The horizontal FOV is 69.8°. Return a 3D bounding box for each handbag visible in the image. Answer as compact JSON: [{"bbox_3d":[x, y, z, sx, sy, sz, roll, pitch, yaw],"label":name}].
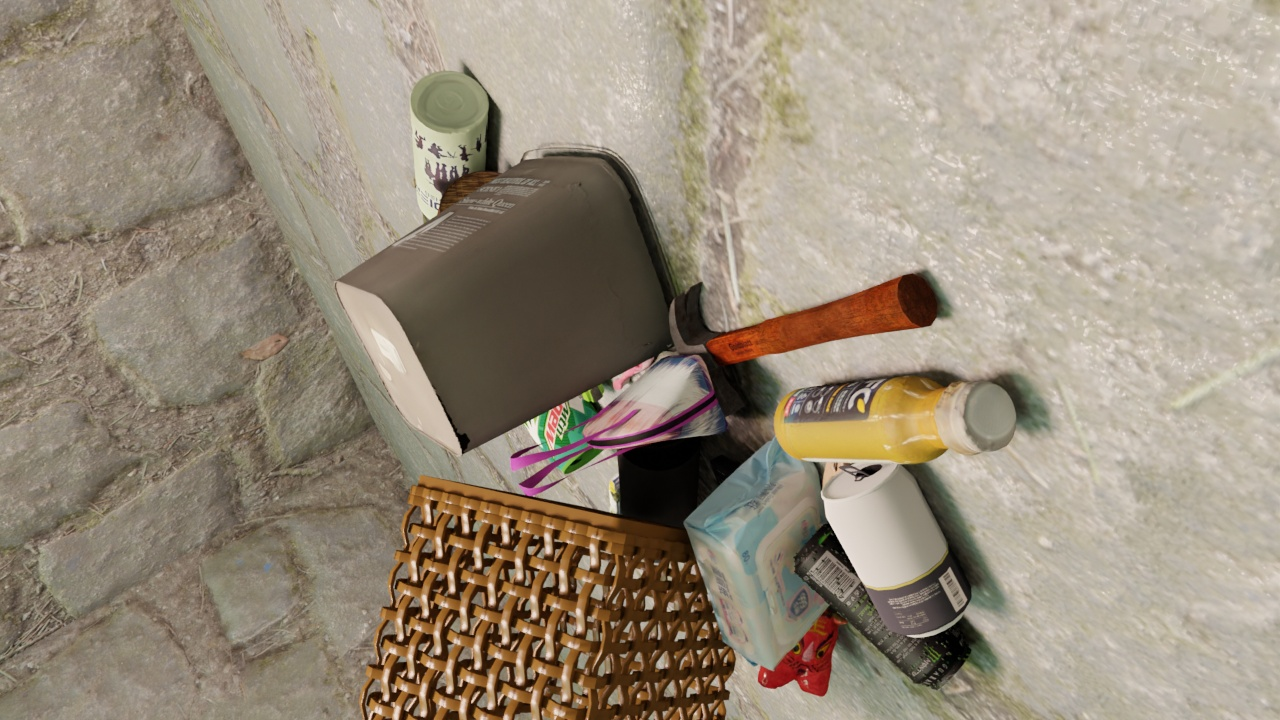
[{"bbox_3d":[-0.024,0.059,0.743,0.068,0.169,0.145,68,162,-8],"label":"handbag"}]

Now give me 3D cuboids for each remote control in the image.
[{"bbox_3d":[0.100,0.150,0.897,0.032,0.015,0.136,29,148,51],"label":"remote control"}]

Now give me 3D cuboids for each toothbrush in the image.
[{"bbox_3d":[-0.006,0.005,0.931,0.021,0.016,0.135,55,157,6],"label":"toothbrush"}]

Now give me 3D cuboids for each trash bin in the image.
[{"bbox_3d":[-0.118,-0.048,0.795,0.198,0.219,0.197,18,135,53],"label":"trash bin"}]

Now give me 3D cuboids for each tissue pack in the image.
[{"bbox_3d":[0.106,0.160,0.760,0.070,0.111,0.182,23,141,44],"label":"tissue pack"}]

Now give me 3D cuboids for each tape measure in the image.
[{"bbox_3d":[-0.063,0.014,1.042,0.059,0.035,0.066,38,157,61],"label":"tape measure"}]

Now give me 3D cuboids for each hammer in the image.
[{"bbox_3d":[0.100,-0.019,0.647,0.111,0.028,0.301,59,159,-6],"label":"hammer"}]

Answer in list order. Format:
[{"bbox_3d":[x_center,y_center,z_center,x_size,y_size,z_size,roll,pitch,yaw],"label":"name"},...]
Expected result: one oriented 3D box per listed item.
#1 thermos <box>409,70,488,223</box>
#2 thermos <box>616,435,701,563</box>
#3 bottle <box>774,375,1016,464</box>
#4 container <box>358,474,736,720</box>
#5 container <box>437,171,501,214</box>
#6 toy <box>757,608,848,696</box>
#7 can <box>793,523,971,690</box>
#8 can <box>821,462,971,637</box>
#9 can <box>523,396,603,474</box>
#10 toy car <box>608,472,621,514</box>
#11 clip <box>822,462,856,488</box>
[{"bbox_3d":[-0.208,-0.208,0.988,0.082,0.082,0.232,53,159,11],"label":"thermos"},{"bbox_3d":[0.019,0.118,0.939,0.082,0.082,0.241,45,156,29],"label":"thermos"},{"bbox_3d":[0.152,0.038,0.574,0.053,0.053,0.186,60,159,-7],"label":"bottle"},{"bbox_3d":[-0.062,0.237,0.803,0.220,0.214,0.251,6,170,32],"label":"container"},{"bbox_3d":[-0.169,-0.111,0.985,0.132,0.132,0.168,52,153,14],"label":"container"},{"bbox_3d":[0.148,0.248,0.890,0.133,0.088,0.094,-123,44,-65],"label":"toy"},{"bbox_3d":[0.180,0.183,0.693,0.137,0.053,0.054,42,155,17],"label":"can"},{"bbox_3d":[0.173,0.122,0.630,0.127,0.064,0.064,61,159,-8],"label":"can"},{"bbox_3d":[-0.106,0.061,1.132,0.144,0.083,0.083,52,159,13],"label":"can"},{"bbox_3d":[-0.018,0.163,1.129,0.033,0.048,0.106,45,155,28],"label":"toy car"},{"bbox_3d":[0.150,0.085,0.688,0.039,0.024,0.060,7,116,60],"label":"clip"}]
